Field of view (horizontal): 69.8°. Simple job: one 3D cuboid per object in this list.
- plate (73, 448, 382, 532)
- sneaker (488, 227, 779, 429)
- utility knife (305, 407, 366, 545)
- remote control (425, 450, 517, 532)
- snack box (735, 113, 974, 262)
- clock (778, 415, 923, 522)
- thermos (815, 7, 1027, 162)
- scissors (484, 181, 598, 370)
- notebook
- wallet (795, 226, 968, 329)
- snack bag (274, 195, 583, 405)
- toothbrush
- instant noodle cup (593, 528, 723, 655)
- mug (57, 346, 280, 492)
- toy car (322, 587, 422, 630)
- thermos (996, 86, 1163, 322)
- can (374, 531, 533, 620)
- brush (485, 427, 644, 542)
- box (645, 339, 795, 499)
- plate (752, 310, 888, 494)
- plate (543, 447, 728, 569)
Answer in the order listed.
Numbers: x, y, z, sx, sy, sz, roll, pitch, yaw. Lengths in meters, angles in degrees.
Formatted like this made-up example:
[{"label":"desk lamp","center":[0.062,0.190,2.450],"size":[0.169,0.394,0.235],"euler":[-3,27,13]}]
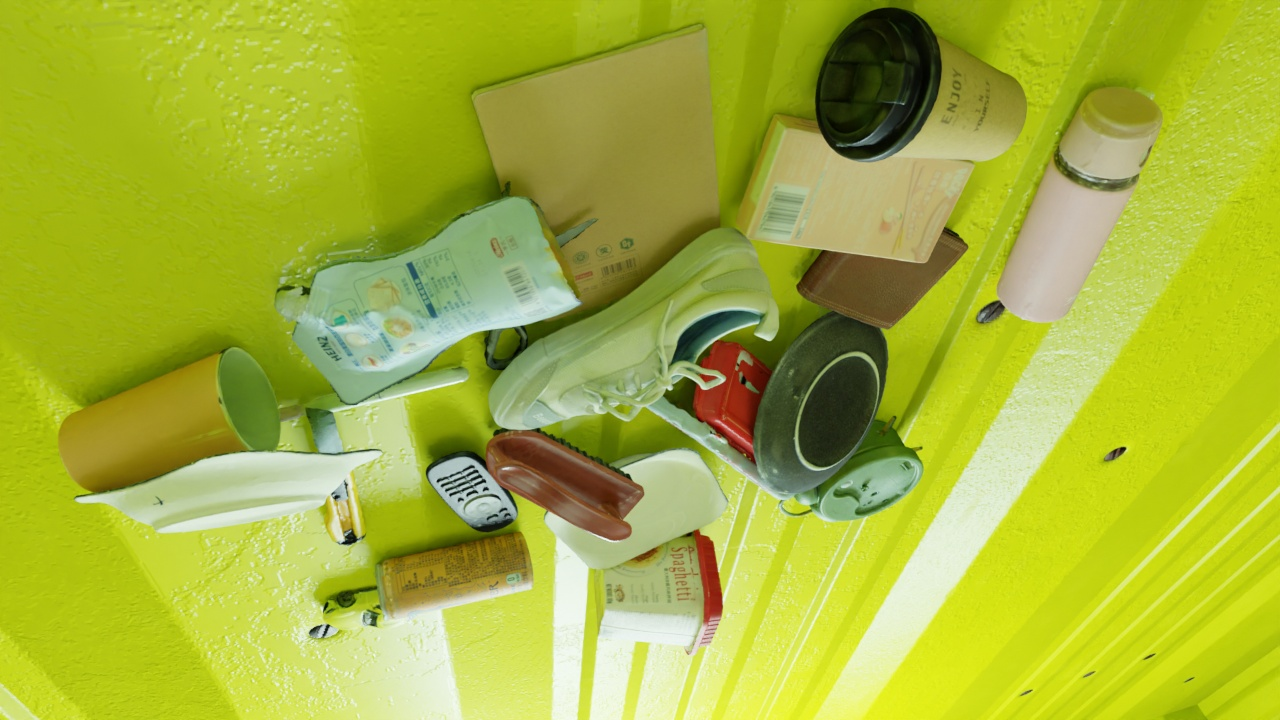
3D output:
[{"label":"plate","center":[-0.281,0.094,0.646],"size":[0.164,0.034,0.163],"euler":[-16,169,21]},{"label":"sneaker","center":[-0.004,0.004,0.689],"size":[0.243,0.090,0.089],"euler":[-33,154,17]},{"label":"utility knife","center":[-0.251,0.101,0.753],"size":[0.033,0.015,0.224],"euler":[-11,146,-17]},{"label":"remote control","center":[-0.150,0.114,0.821],"size":[0.053,0.024,0.136],"euler":[-23,143,-1]},{"label":"snack box","center":[0.154,-0.120,0.658],"size":[0.157,0.026,0.085],"euler":[5,124,-21]},{"label":"clock","center":[0.220,0.125,0.977],"size":[0.161,0.056,0.116],"euler":[-34,139,15]},{"label":"thermos","center":[0.184,-0.169,0.594],"size":[0.143,0.093,0.093],"euler":[1,137,-36]},{"label":"scissors","center":[-0.103,-0.050,0.649],"size":[0.181,0.014,0.159],"euler":[-21,141,7]},{"label":"notebook","center":[-0.017,-0.115,0.625],"size":[0.148,0.008,0.208],"euler":[-18,142,-5]},{"label":"wallet","center":[0.197,-0.080,0.748],"size":[0.124,0.032,0.101],"euler":[15,126,-37]},{"label":"snack bag","center":[-0.142,-0.039,0.614],"size":[0.191,0.038,0.110],"euler":[-20,141,7]},{"label":"toothbrush","center":[-0.224,0.033,0.698],"size":[0.189,0.029,0.020],"euler":[-15,100,-10]},{"label":"instant noodle cup","center":[0.016,0.251,0.997],"size":[0.124,0.116,0.117],"euler":[2,137,-10]},{"label":"mug","center":[-0.322,0.045,0.626],"size":[0.123,0.078,0.078],"euler":[-17,142,3]},{"label":"toy car","center":[-0.265,0.252,0.925],"size":[0.105,0.032,0.048],"euler":[-6,140,-16]},{"label":"thermos","center":[0.356,-0.126,0.745],"size":[0.087,0.067,0.199],"euler":[-39,149,-30]},{"label":"can","center":[-0.180,0.209,0.892],"size":[0.146,0.058,0.058],"euler":[-10,140,-14]},{"label":"brush","center":[-0.069,0.105,0.786],"size":[0.145,0.069,0.063],"euler":[32,108,-25]},{"label":"box","center":[0.084,0.060,0.842],"size":[0.101,0.095,0.201],"euler":[1,156,38]},{"label":"plate","center":[0.169,0.042,0.814],"size":[0.179,0.024,0.180],"euler":[-20,123,-34]},{"label":"plate","center":[-0.005,0.138,0.907],"size":[0.164,0.034,0.164],"euler":[-25,142,4]}]
